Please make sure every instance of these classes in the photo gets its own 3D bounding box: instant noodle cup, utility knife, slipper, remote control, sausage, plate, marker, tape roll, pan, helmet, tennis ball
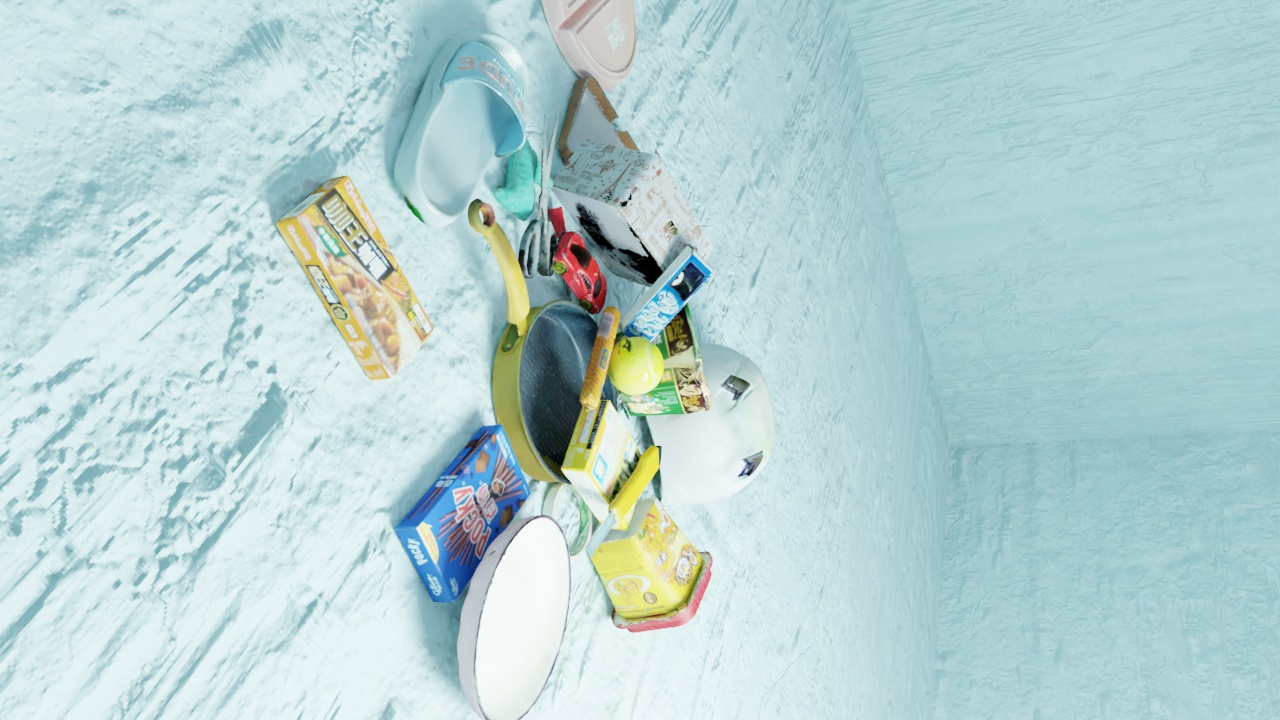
[{"bbox_3d":[0.006,0.234,1.065,0.124,0.116,0.115,60,34,-18],"label":"instant noodle cup"},{"bbox_3d":[-0.017,0.144,0.971,0.222,0.015,0.033,-46,135,-61],"label":"utility knife"},{"bbox_3d":[-0.157,-0.228,0.871,0.104,0.074,0.244,55,40,-42],"label":"slipper"},{"bbox_3d":[0.028,-0.072,1.048,0.049,0.125,0.024,38,7,-46],"label":"remote control"},{"bbox_3d":[-0.043,-0.005,0.988,0.164,0.021,0.021,-78,148,-45],"label":"sausage"},{"bbox_3d":[-0.120,0.237,0.852,0.192,0.039,0.192,6,90,-70],"label":"plate"},{"bbox_3d":[-0.061,-0.461,1.163,0.229,0.028,0.229,24,63,-60],"label":"plate"},{"bbox_3d":[-0.083,-0.104,1.054,0.017,0.017,0.145,-30,111,-61],"label":"marker"},{"bbox_3d":[-0.080,0.175,1.003,0.085,0.014,0.085,22,65,-61],"label":"tape roll"},{"bbox_3d":[-0.103,-0.018,0.926,0.357,0.078,0.197,58,36,-41],"label":"pan"},{"bbox_3d":[0.108,0.077,1.250,0.258,0.146,0.229,-26,108,-62],"label":"helmet"},{"bbox_3d":[-0.006,0.006,1.027,0.065,0.066,0.065,22,65,-60],"label":"tennis ball"}]

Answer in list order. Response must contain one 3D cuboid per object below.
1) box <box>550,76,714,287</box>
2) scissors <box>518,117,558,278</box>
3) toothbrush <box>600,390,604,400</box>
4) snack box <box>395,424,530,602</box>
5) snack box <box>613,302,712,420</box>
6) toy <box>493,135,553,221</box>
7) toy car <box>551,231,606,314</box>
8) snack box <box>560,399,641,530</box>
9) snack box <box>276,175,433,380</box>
[{"bbox_3d":[-0.025,-0.203,1.110,0.179,0.136,0.269,51,11,-46],"label":"box"},{"bbox_3d":[-0.104,-0.165,0.973,0.164,0.014,0.163,82,24,-49],"label":"scissors"},{"bbox_3d":[-0.024,0.084,1.043,0.189,0.014,0.016,64,21,-47],"label":"toothbrush"},{"bbox_3d":[-0.157,0.136,0.843,0.156,0.026,0.084,-56,134,-52],"label":"snack box"},{"bbox_3d":[0.022,0.006,1.108,0.118,0.105,0.117,71,7,-65],"label":"snack box"},{"bbox_3d":[-0.123,-0.193,0.980,0.096,0.030,0.091,37,56,-59],"label":"toy"},{"bbox_3d":[-0.064,-0.097,1.037,0.106,0.031,0.049,59,38,-42],"label":"toy car"},{"bbox_3d":[-0.036,0.114,0.989,0.140,0.034,0.086,60,39,-48],"label":"snack box"},{"bbox_3d":[-0.228,-0.065,0.747,0.154,0.026,0.075,67,31,-30],"label":"snack box"}]
